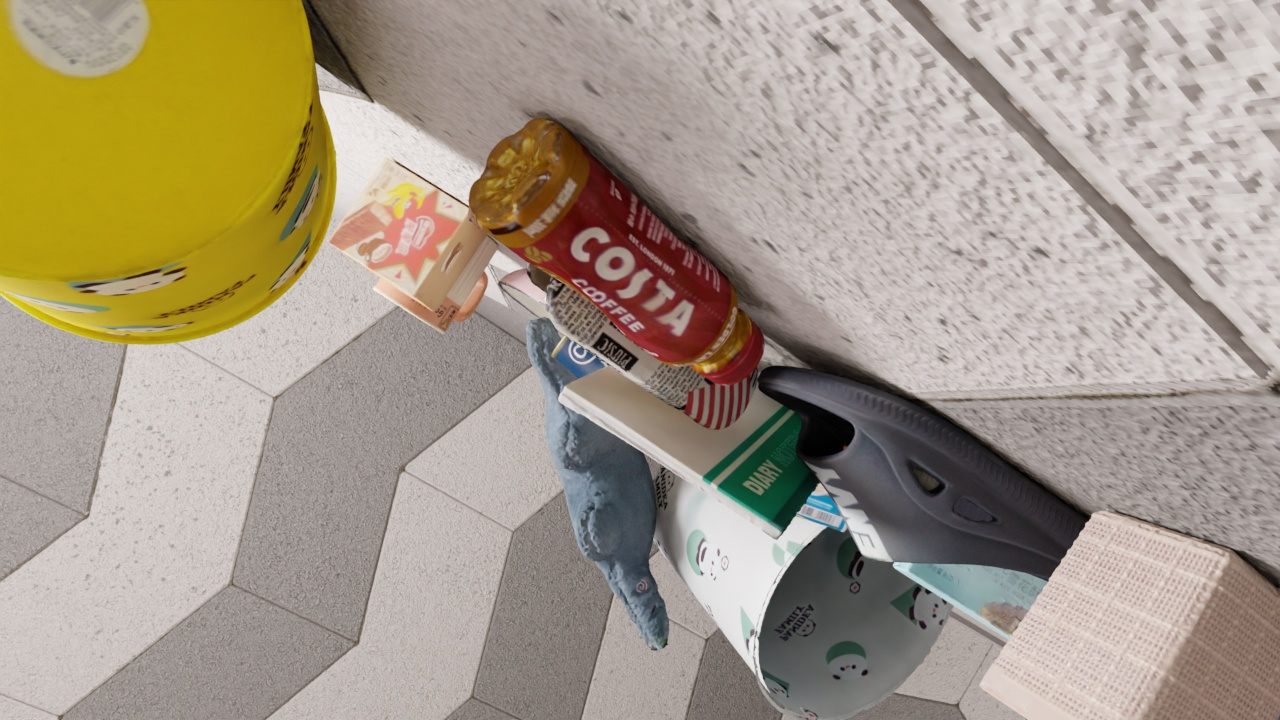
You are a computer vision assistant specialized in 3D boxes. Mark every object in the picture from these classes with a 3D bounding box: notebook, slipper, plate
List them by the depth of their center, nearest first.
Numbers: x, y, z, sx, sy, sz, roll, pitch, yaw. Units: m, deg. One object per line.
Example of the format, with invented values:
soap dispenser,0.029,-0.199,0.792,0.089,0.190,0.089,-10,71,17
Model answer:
slipper,0.178,0.093,0.535,0.268,0.083,0.111,31,173,-3
notebook,0.055,0.039,0.607,0.150,0.012,0.208,33,-159,14
plate,-0.045,-0.036,0.877,0.192,0.039,0.192,32,175,3

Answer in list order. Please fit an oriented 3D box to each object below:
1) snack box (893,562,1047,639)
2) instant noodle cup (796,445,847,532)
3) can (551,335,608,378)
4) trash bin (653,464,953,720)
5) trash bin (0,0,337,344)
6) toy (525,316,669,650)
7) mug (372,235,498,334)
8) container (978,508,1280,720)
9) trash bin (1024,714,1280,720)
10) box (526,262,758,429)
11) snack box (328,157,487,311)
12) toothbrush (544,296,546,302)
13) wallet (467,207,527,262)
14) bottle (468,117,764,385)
snack box,0.265,0.154,0.614,0.175,0.074,0.051,32,176,8
instant noodle cup,0.123,0.081,0.722,0.110,0.099,0.099,24,173,13
can,-0.004,0.004,0.727,0.111,0.075,0.075,41,175,0
trash bin,0.143,0.188,0.920,0.229,0.229,0.252,36,179,-32
trash bin,-0.265,-0.122,0.459,0.229,0.229,0.256,34,169,-18
toy,-0.039,0.118,0.926,0.137,0.091,0.356,-74,-35,-78
mug,-0.198,-0.087,0.937,0.082,0.106,0.114,29,174,33
container,0.241,0.142,0.436,0.090,0.111,0.090,34,175,-20
trash bin,0.393,0.318,0.725,0.226,0.195,0.226,33,175,3
box,0.009,-0.014,0.533,0.163,0.076,0.086,37,-150,-34
snack box,-0.208,-0.112,0.833,0.094,0.092,0.077,32,175,5
toothbrush,-0.070,-0.063,0.737,0.016,0.016,0.180,32,-174,-12
wallet,-0.048,-0.075,0.600,0.124,0.032,0.101,34,172,-23
bottle,-0.002,-0.044,0.452,0.175,0.057,0.057,36,174,-38
